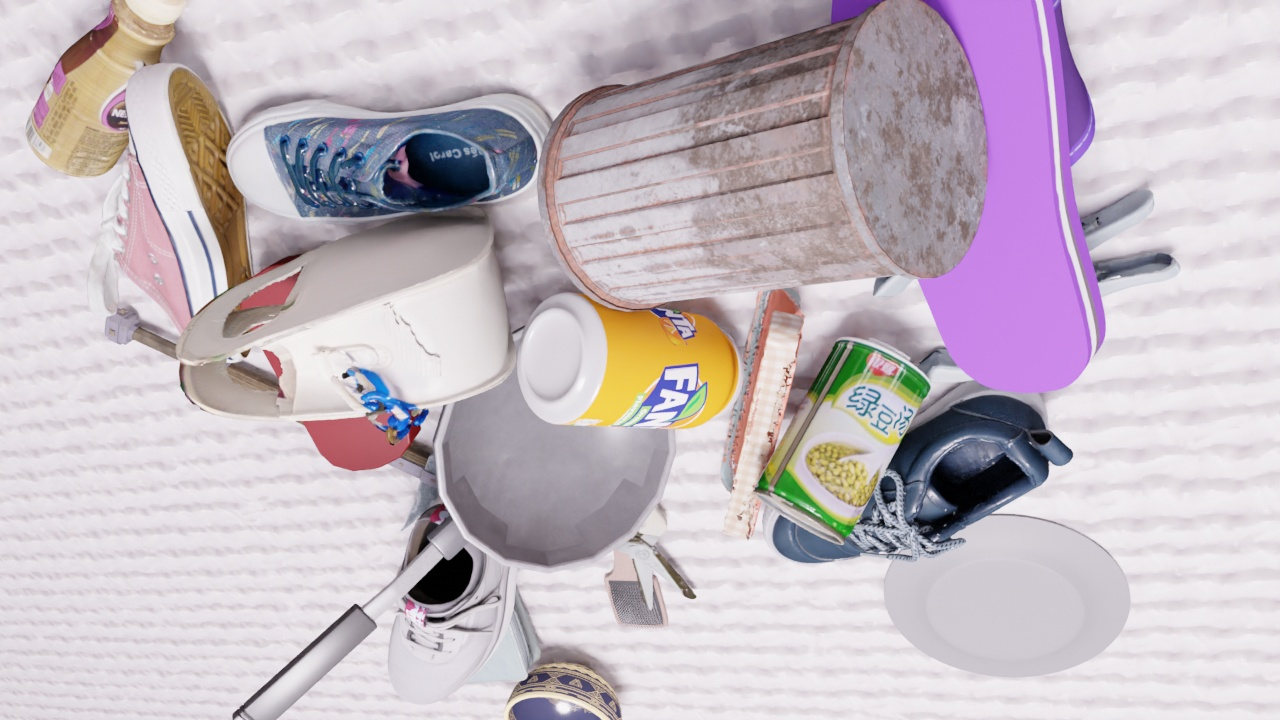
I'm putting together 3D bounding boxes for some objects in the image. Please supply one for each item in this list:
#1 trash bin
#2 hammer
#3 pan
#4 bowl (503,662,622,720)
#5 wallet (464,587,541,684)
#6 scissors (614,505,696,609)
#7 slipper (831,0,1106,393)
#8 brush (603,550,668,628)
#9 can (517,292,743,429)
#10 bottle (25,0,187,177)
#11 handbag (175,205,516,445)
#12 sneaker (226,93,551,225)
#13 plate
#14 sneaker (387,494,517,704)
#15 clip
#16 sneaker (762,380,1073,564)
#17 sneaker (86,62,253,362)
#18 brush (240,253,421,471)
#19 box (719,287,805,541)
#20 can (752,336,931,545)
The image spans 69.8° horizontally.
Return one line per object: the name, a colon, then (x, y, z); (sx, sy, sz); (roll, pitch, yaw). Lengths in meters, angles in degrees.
trash bin: (0.051, -0.095, 0.476); (0.212, 0.130, 0.131); (-1, 127, 47)
hammer: (-0.302, 0.030, 0.771); (0.317, 0.028, 0.147); (25, 121, -1)
pan: (-0.126, 0.116, 0.630); (0.178, 0.356, 0.041); (54, 164, -21)
bowl: (-0.069, 0.328, 0.881); (0.112, 0.061, 0.113); (7, 128, 10)
wallet: (-0.156, 0.239, 0.856); (0.100, 0.054, 0.132); (-8, 118, 13)
scissors: (-0.014, 0.124, 0.746); (0.193, 0.015, 0.180); (23, 119, -8)
slipper: (0.189, -0.118, 0.488); (0.107, 0.083, 0.266); (0, 120, 49)
brush: (-0.012, 0.187, 0.797); (0.050, 0.015, 0.136); (-3, 122, 18)
can: (-0.003, 0.003, 0.586); (0.079, 0.142, 0.079); (-6, 82, 43)
bottle: (-0.353, -0.193, 0.613); (0.059, 0.059, 0.166); (44, 124, -15)
handbag: (-0.180, -0.020, 0.574); (0.199, 0.200, 0.093); (-13, 114, -4)
sneaker: (-0.173, -0.121, 0.596); (0.236, 0.079, 0.087); (0, 123, 17)
plate: (0.281, 0.190, 0.712); (0.178, 0.012, 0.179); (8, 125, 12)
sneaker: (-0.162, 0.195, 0.744); (0.097, 0.128, 0.263); (25, 112, 9)
clip: (0.214, -0.066, 0.548); (0.172, 0.029, 0.141); (-32, 111, 31)
sneaker: (0.180, 0.097, 0.632); (0.089, 0.087, 0.236); (42, 124, -14)
sneaker: (-0.334, -0.096, 0.647); (0.088, 0.118, 0.242); (4, 132, -7)
brush: (-0.232, 0.000, 0.706); (0.082, 0.041, 0.173); (-16, 110, 16)
box: (0.082, 0.037, 0.631); (0.043, 0.083, 0.187); (12, 124, 5)
can: (0.130, 0.050, 0.590); (0.067, 0.120, 0.067); (30, 171, 5)
